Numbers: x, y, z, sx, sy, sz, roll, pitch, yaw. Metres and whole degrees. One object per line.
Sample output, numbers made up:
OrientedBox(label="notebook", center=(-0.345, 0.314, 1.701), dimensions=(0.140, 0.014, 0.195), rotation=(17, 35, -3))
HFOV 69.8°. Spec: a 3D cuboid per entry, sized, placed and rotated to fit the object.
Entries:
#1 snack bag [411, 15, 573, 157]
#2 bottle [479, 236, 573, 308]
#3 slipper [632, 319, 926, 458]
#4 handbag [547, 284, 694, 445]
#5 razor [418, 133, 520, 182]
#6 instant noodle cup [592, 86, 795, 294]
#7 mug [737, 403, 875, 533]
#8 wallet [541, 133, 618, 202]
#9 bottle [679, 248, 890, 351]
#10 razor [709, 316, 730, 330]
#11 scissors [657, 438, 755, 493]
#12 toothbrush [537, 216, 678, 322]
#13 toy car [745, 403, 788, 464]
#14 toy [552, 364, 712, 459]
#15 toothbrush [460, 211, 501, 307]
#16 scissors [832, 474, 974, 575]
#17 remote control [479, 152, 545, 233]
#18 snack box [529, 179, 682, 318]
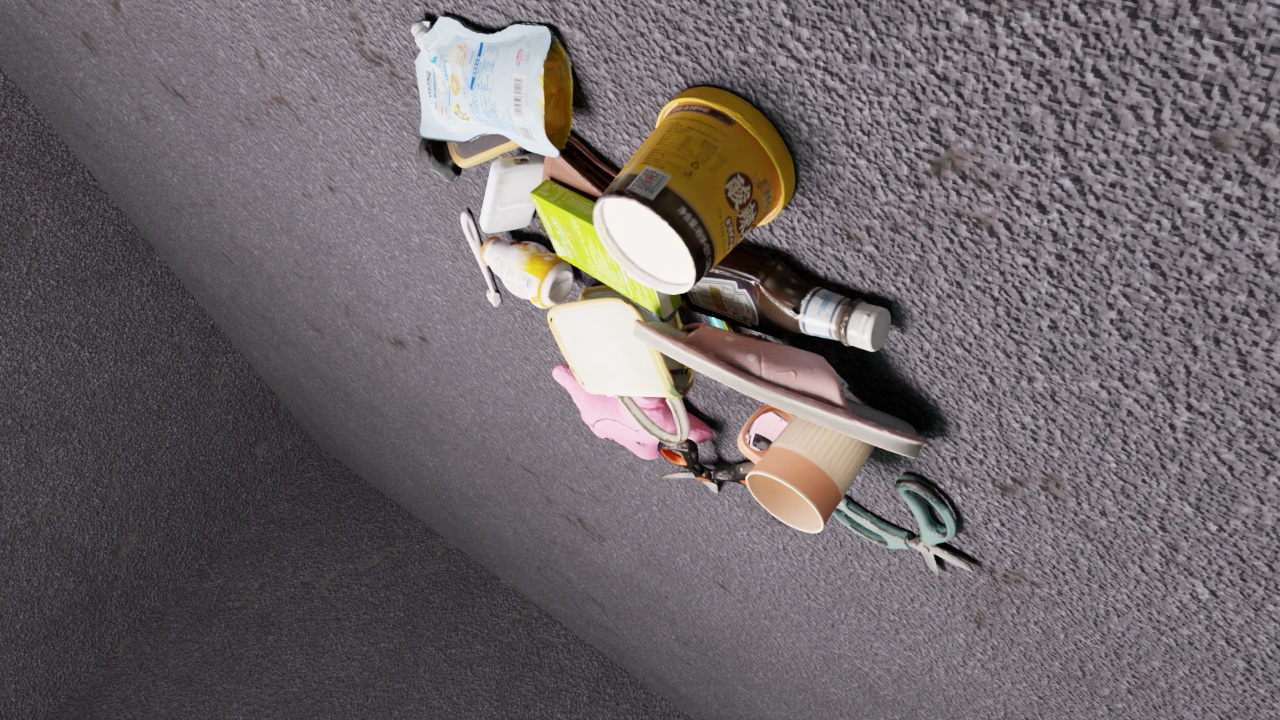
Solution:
OrientedBox(label="snack bag", center=(-0.137, -0.240, 0.802), dimensions=(0.191, 0.038, 0.110), rotation=(20, 129, 37))
OrientedBox(label="bottle", center=(-0.128, -0.102, 1.016), dimensions=(0.108, 0.063, 0.063), rotation=(28, 153, 26))
OrientedBox(label="slipper", center=(0.124, 0.013, 0.795), dimensions=(0.274, 0.054, 0.114), rotation=(23, -177, -2))
OrientedBox(label="handbag", center=(-0.006, 0.006, 0.975), dimensions=(0.164, 0.063, 0.179), rotation=(-1, 117, 52))
OrientedBox(label="razor", center=(-0.154, -0.211, 0.877), dimensions=(0.168, 0.067, 0.062), rotation=(0, 107, 48))
OrientedBox(label="instant noodle cup", center=(0.035, -0.121, 0.679), dimensions=(0.118, 0.114, 0.119), rotation=(33, 154, 18))
OrientedBox(label="mug", center=(0.152, 0.087, 0.871), dimensions=(0.114, 0.105, 0.082), rotation=(37, 156, 10))
OrientedBox(label="wallet", center=(-0.039, -0.145, 0.854), dimensions=(0.124, 0.032, 0.101), rotation=(40, 159, 5))
OrientedBox(label="bottle", center=(0.114, -0.051, 0.770), dimensions=(0.195, 0.044, 0.080), rotation=(21, 153, 36))
OrientedBox(label="razor", center=(0.059, -0.048, 0.873), dimensions=(0.132, 0.028, 0.043), rotation=(52, -174, -20))
OrientedBox(label="scissors", center=(0.081, 0.131, 1.114), dimensions=(0.221, 0.021, 0.227), rotation=(-1, 156, 42))
OrientedBox(label="toothbrush", center=(-0.040, -0.096, 0.909), dimensions=(0.213, 0.026, 0.027), rotation=(38, 162, 38))
OrientedBox(label="toy car", center=(0.140, 0.087, 0.977), dimensions=(0.056, 0.037, 0.123), rotation=(33, 154, 14))
OrientedBox(label="toy", center=(-0.002, 0.070, 1.109), dimensions=(0.195, 0.074, 0.178), rotation=(9, 148, 32))
OrientedBox(label="toothbrush", center=(-0.200, -0.125, 1.146), dimensions=(0.016, 0.016, 0.180), rotation=(36, 157, 25))
OrientedBox(label="scissors", center=(0.262, 0.159, 0.942), dimensions=(0.171, 0.019, 0.170), rotation=(25, 151, 35))
OrientedBox(label="remote control", center=(-0.129, -0.167, 0.922), dimensions=(0.136, 0.055, 0.020), rotation=(129, 124, -67))
OrientedBox(label="snack box", center=(-0.032, -0.103, 0.828), dimensions=(0.156, 0.026, 0.086), rotation=(32, 157, 38))
